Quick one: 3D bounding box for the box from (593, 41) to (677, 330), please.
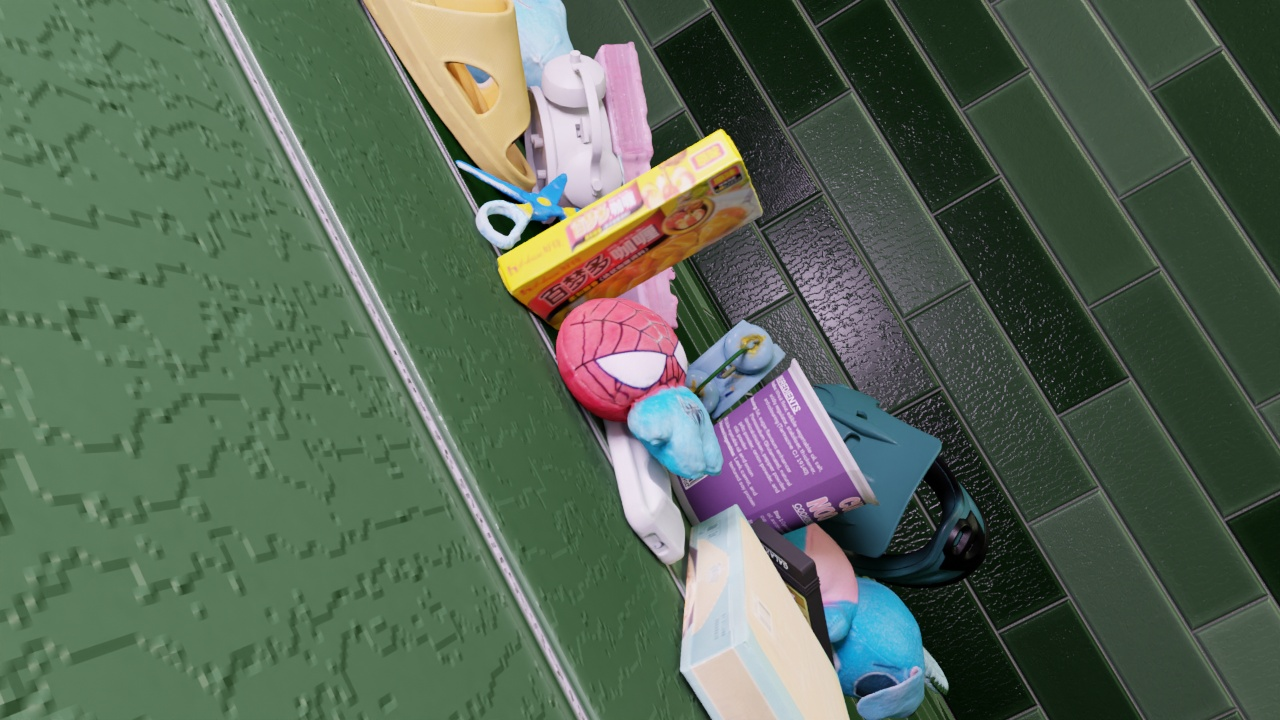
[{"bbox_3d":[-0.017,-0.125,0.783,0.179,0.040,0.232,145,-64,-79],"label":"box"}]

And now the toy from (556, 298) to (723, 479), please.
[{"bbox_3d":[0.002,0.015,0.541,0.133,0.062,0.092,50,33,20],"label":"toy"}]

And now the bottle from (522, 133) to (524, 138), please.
[{"bbox_3d":[-0.045,-0.174,0.945,0.210,0.068,0.068,56,9,-24],"label":"bottle"}]

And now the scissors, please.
[{"bbox_3d":[-0.063,-0.095,0.586,0.125,0.013,0.126,27,30,-3],"label":"scissors"}]

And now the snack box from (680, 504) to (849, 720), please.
[{"bbox_3d":[0.078,0.180,0.530,0.141,0.044,0.193,59,8,-7],"label":"snack box"}]

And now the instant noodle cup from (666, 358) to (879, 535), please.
[{"bbox_3d":[0.091,0.079,0.687,0.122,0.122,0.136,57,9,-19],"label":"instant noodle cup"}]

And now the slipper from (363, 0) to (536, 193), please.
[{"bbox_3d":[-0.125,-0.228,0.620,0.263,0.078,0.099,58,12,-33],"label":"slipper"}]

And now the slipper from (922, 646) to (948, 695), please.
[{"bbox_3d":[0.236,0.283,1.053,0.116,0.069,0.276,51,-3,-42],"label":"slipper"}]

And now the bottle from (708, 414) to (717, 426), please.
[{"bbox_3d":[0.079,0.086,0.781,0.123,0.033,0.033,42,8,3],"label":"bottle"}]

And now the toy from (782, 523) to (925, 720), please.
[{"bbox_3d":[0.160,0.209,0.793,0.191,0.099,0.224,47,2,-8],"label":"toy"}]

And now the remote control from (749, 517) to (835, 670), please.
[{"bbox_3d":[0.108,0.172,0.651,0.058,0.013,0.133,34,-30,47],"label":"remote control"}]

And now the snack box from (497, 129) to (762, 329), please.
[{"bbox_3d":[-0.004,-0.074,0.551,0.025,0.152,0.075,65,9,22],"label":"snack box"}]

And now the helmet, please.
[{"bbox_3d":[0.206,0.121,0.907,0.200,0.176,0.275,34,-7,-30],"label":"helmet"}]

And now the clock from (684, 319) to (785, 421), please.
[{"bbox_3d":[0.084,0.013,0.905,0.060,0.118,0.162,49,2,3],"label":"clock"}]

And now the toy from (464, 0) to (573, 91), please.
[{"bbox_3d":[-0.111,-0.278,0.814,0.183,0.115,0.180,48,3,-32],"label":"toy"}]

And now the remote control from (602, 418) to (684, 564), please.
[{"bbox_3d":[0.001,0.063,0.556,0.050,0.022,0.133,54,10,-33],"label":"remote control"}]

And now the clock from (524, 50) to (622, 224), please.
[{"bbox_3d":[-0.056,-0.167,0.706,0.159,0.061,0.120,149,-68,-75],"label":"clock"}]
